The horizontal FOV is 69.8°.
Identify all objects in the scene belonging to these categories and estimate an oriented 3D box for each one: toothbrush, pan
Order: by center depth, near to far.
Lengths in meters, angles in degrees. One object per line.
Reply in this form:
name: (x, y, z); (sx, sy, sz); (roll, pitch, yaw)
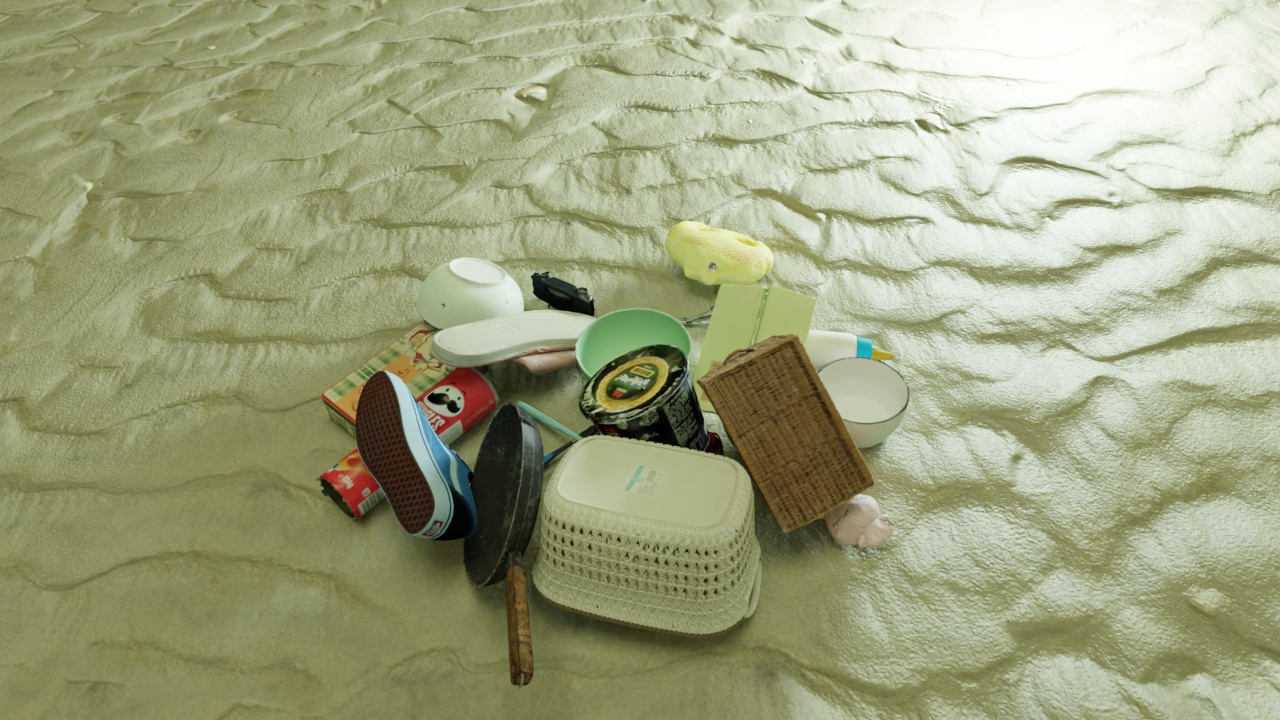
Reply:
pan: (-0.132, 0.188, 0.940); (0.040, 0.208, 0.356); (13, 29, -23)
toothbrush: (-0.126, 0.133, 1.128); (0.188, 0.017, 0.016); (-32, 40, -23)
toothbrush: (-0.101, 0.087, 1.153); (0.016, 0.016, 0.181); (-43, 45, -22)

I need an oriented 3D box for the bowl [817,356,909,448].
bowl: (0.268, 0.057, 1.133); (0.116, 0.066, 0.116); (-3, 44, 2)

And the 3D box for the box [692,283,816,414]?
box: (0.143, -0.011, 1.186); (0.141, 0.044, 0.187); (12, 71, 20)

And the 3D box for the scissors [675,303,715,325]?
scissors: (0.072, -0.050, 1.296); (0.170, 0.014, 0.095); (-18, 45, -16)

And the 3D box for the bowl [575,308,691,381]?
bowl: (-0.007, 0.007, 1.200); (0.151, 0.077, 0.150); (-3, 44, 2)

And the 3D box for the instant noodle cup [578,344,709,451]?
instant noodle cup: (0.014, 0.066, 1.070); (0.137, 0.112, 0.137); (-21, 29, 12)

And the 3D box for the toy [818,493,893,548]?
toy: (0.229, 0.172, 1.034); (0.063, 0.047, 0.110); (-43, 40, -22)

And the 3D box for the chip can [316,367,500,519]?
chip can: (-0.284, 0.099, 1.137); (0.073, 0.073, 0.232); (30, 55, 30)

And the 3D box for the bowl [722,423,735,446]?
bowl: (0.159, 0.060, 1.109); (0.112, 0.061, 0.112); (2, 72, -6)

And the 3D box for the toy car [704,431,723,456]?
toy car: (0.056, 0.113, 1.120); (0.091, 0.036, 0.042); (-16, 44, -1)

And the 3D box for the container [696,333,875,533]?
container: (0.155, 0.074, 1.016); (0.114, 0.198, 0.112); (-29, 5, 0)

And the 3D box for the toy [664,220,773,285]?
toy: (0.115, -0.159, 1.372); (0.170, 0.065, 0.154); (21, 38, 15)

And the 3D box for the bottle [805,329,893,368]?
bottle: (0.260, -0.012, 1.214); (0.146, 0.051, 0.051); (6, 45, 11)

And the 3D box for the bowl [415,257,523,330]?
bowl: (-0.234, -0.095, 1.290); (0.153, 0.073, 0.153); (14, 26, -7)

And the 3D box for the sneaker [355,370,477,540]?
sneaker: (-0.254, 0.114, 1.060); (0.083, 0.098, 0.241); (-46, 53, 14)

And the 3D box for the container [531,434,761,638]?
container: (0.008, 0.180, 0.977); (0.246, 0.143, 0.184); (8, 33, 13)

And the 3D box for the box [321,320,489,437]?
box: (-0.310, 0.027, 1.229); (0.118, 0.050, 0.205); (30, 55, 31)

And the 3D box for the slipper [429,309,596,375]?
slipper: (-0.153, -0.019, 1.221); (0.273, 0.054, 0.114); (-10, 31, -40)

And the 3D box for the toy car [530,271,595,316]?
toy car: (-0.115, -0.093, 1.335); (0.112, 0.046, 0.034); (25, 49, 25)
